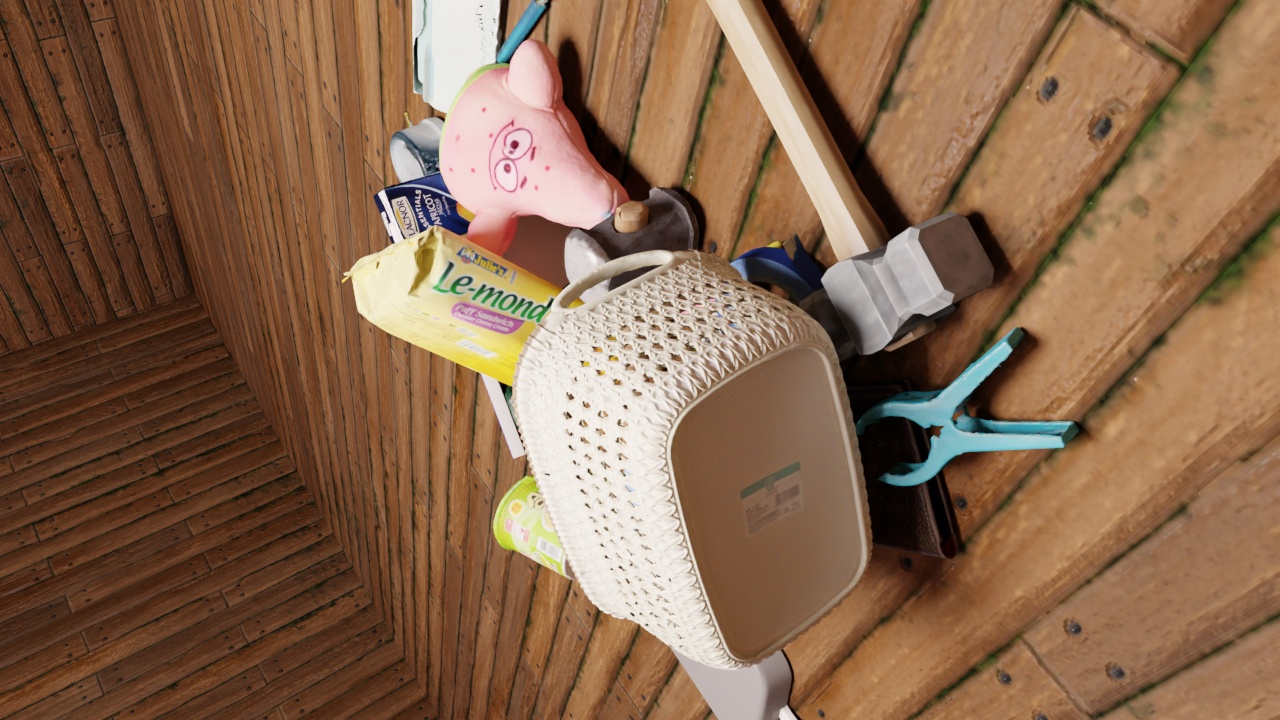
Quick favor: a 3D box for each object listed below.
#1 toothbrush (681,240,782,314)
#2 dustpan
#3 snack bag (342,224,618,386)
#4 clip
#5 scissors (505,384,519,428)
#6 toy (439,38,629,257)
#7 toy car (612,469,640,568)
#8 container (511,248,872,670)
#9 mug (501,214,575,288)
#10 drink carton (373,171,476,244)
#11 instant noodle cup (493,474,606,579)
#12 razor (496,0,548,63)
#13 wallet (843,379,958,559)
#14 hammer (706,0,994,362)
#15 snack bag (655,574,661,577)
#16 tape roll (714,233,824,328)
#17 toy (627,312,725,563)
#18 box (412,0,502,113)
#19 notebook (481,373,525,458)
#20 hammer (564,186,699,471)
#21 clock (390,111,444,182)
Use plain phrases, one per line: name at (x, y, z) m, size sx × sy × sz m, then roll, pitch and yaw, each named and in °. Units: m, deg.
toothbrush at (0.064, -0.053, 0.665) m, size 0.136 × 0.021 × 0.016 m, roll -34°, pitch 79°, yaw 58°
dustpan at (0.105, 0.311, 0.871) m, size 0.257 × 0.033 × 0.163 m, roll 49°, pitch 148°, yaw 43°
snack bag at (-0.127, -0.031, 0.812) m, size 0.160 × 0.247 × 0.068 m, roll -12°, pitch 58°, yaw 54°
clip at (0.184, 0.048, 0.520) m, size 0.127 × 0.028 × 0.113 m, roll -19°, pitch 91°, yaw 48°
scissors at (-0.142, 0.003, 0.958) m, size 0.202 × 0.015 × 0.204 m, roll 71°, pitch 176°, yaw -46°
toy at (-0.096, -0.165, 0.755) m, size 0.237 × 0.096 × 0.192 m, roll 37°, pitch 120°, yaw 36°
toy car at (0.011, 0.119, 0.814) m, size 0.056 × 0.054 × 0.153 m, roll 37°, pitch 116°, yaw 41°
container at (0.041, 0.065, 0.567) m, size 0.143 × 0.184 × 0.246 m, roll 26°, pitch 139°, yaw 55°
mug at (-0.105, -0.105, 0.858) m, size 0.090 × 0.073 × 0.105 m, roll -22°, pitch 67°, yaw 61°
drink carton at (-0.184, -0.150, 0.880) m, size 0.040 × 0.129 × 0.064 m, roll -3°, pitch 109°, yaw 60°
instant noodle cup at (-0.097, 0.196, 1.052) m, size 0.108 × 0.098 × 0.099 m, roll 26°, pitch 133°, yaw 38°
razor at (-0.093, -0.280, 0.749) m, size 0.144 × 0.022 × 0.042 m, roll 151°, pitch 130°, yaw -65°
wallet at (0.152, 0.070, 0.609) m, size 0.100 × 0.031 × 0.120 m, roll -2°, pitch 109°, yaw 55°
hammer at (0.083, -0.155, 0.533) m, size 0.322 × 0.051 × 0.117 m, roll 64°, pitch 154°, yaw 7°
snack bag at (0.021, 0.196, 0.906) m, size 0.155 × 0.018 × 0.075 m, roll 67°, pitch 157°, yaw 14°
tape roll at (0.093, -0.032, 0.618) m, size 0.093 × 0.016 × 0.091 m, roll -22°, pitch 102°, yaw 54°
toy at (0.043, 0.051, 0.712) m, size 0.105 × 0.131 × 0.206 m, roll -127°, pitch 36°, yaw -59°
box at (-0.170, -0.318, 0.826) m, size 0.125 × 0.075 × 0.198 m, roll 35°, pitch 147°, yaw 10°
notebook at (-0.169, -0.011, 1.007) m, size 0.171 × 0.022 × 0.209 m, roll -131°, pitch 22°, yaw -78°
hammer at (-0.005, 0.005, 0.769) m, size 0.052 × 0.097 × 0.329 m, roll 41°, pitch 150°, yaw 32°
clock at (-0.220, -0.200, 0.985) m, size 0.129 × 0.052 × 0.090 m, roll 57°, pitch 150°, yaw 6°
